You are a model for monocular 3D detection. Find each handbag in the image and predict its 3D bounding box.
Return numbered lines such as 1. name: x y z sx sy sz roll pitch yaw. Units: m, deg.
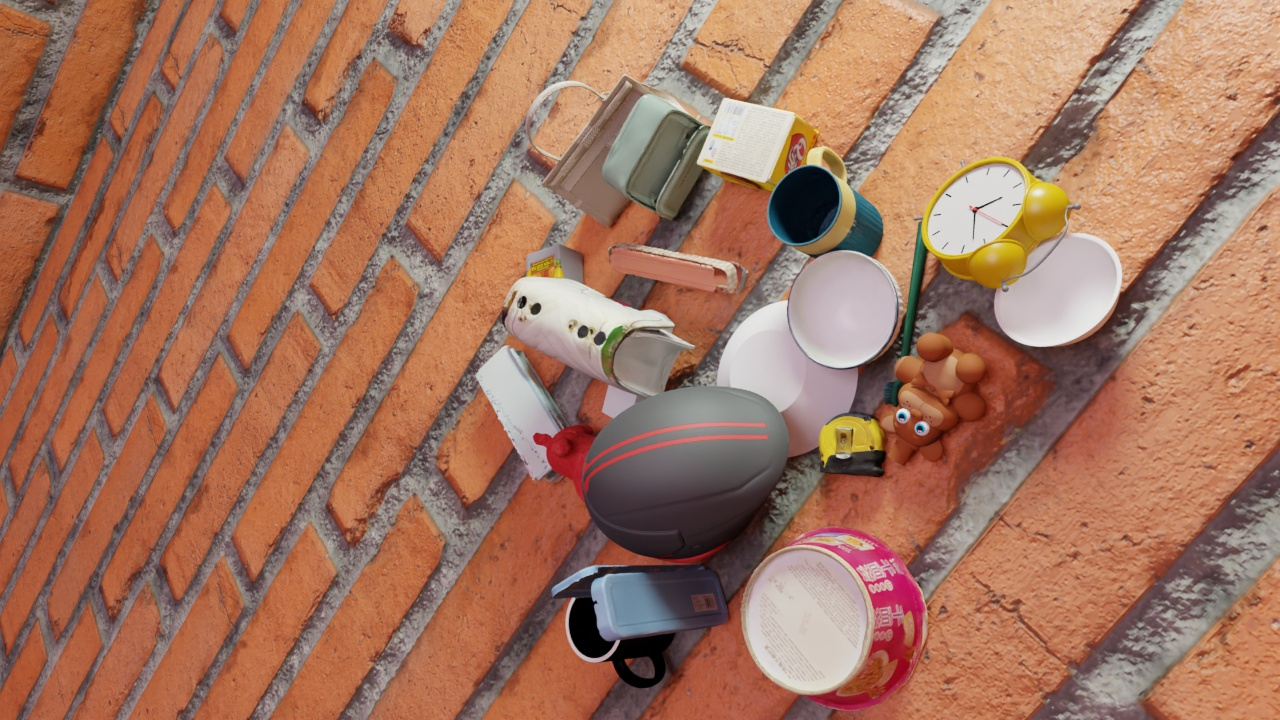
1. handbag: -0.058 -0.271 1.113 0.176 0.197 0.062 -48 55 20
2. handbag: 0.028 -0.242 1.098 0.122 0.106 0.067 -59 40 13
3. handbag: -0.052 -0.031 1.062 0.199 0.141 0.096 26 92 39

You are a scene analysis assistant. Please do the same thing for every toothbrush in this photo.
1. toothbrush: 0.267 -0.047 0.920 0.017 0.016 0.189 7 84 44

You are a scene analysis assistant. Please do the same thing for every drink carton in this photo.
1. drink carton: -0.113 -0.082 1.213 0.076 0.048 0.124 -13 72 36

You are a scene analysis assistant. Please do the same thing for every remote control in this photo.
1. remote control: -0.007 0.007 1.123 0.049 0.024 0.143 26 96 39

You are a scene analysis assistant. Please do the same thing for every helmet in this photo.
1. helmet: 0.036 0.116 0.960 0.265 0.169 0.164 -23 56 28

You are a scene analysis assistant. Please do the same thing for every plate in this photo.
1. plate: 0.145 0.016 0.991 0.174 0.036 0.173 -10 74 37

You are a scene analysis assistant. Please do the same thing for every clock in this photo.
1. clock: 0.324 -0.127 0.844 0.114 0.052 0.152 -52 33 12

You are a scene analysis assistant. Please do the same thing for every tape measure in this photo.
1. tape measure: 0.211 0.083 0.922 0.066 0.037 0.064 -1 80 38

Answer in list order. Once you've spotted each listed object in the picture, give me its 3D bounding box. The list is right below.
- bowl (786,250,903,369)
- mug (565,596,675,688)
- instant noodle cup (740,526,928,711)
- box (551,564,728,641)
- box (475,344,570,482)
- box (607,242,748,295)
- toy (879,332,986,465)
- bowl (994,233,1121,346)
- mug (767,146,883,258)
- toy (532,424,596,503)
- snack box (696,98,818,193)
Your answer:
1. bowl: 0.215 -0.050 0.927 0.118 0.062 0.118 2 93 37
2. mug: -0.013 0.305 1.016 0.082 0.098 0.118 -42 57 24
3. instant noodle cup: 0.175 0.250 0.890 0.179 0.077 0.178 -10 74 37
4. box: 0.006 0.252 0.940 0.078 0.208 0.074 -32 62 29
5. box: -0.145 0.068 1.215 0.083 0.066 0.199 -34 57 0
6. box: 0.047 -0.109 1.107 0.188 0.062 0.058 19 118 38
7. toy: 0.271 0.041 0.869 0.095 0.065 0.128 36 109 30
8. bowl: 0.375 -0.054 0.812 0.110 0.040 0.109 -30 46 35
9. mug: 0.194 -0.159 0.945 0.083 0.107 0.113 -4 78 40
10. toy: -0.082 0.129 1.109 0.133 0.088 0.094 19 106 21
11. snack box: 0.133 -0.241 1.041 0.106 0.061 0.083 26 97 39
